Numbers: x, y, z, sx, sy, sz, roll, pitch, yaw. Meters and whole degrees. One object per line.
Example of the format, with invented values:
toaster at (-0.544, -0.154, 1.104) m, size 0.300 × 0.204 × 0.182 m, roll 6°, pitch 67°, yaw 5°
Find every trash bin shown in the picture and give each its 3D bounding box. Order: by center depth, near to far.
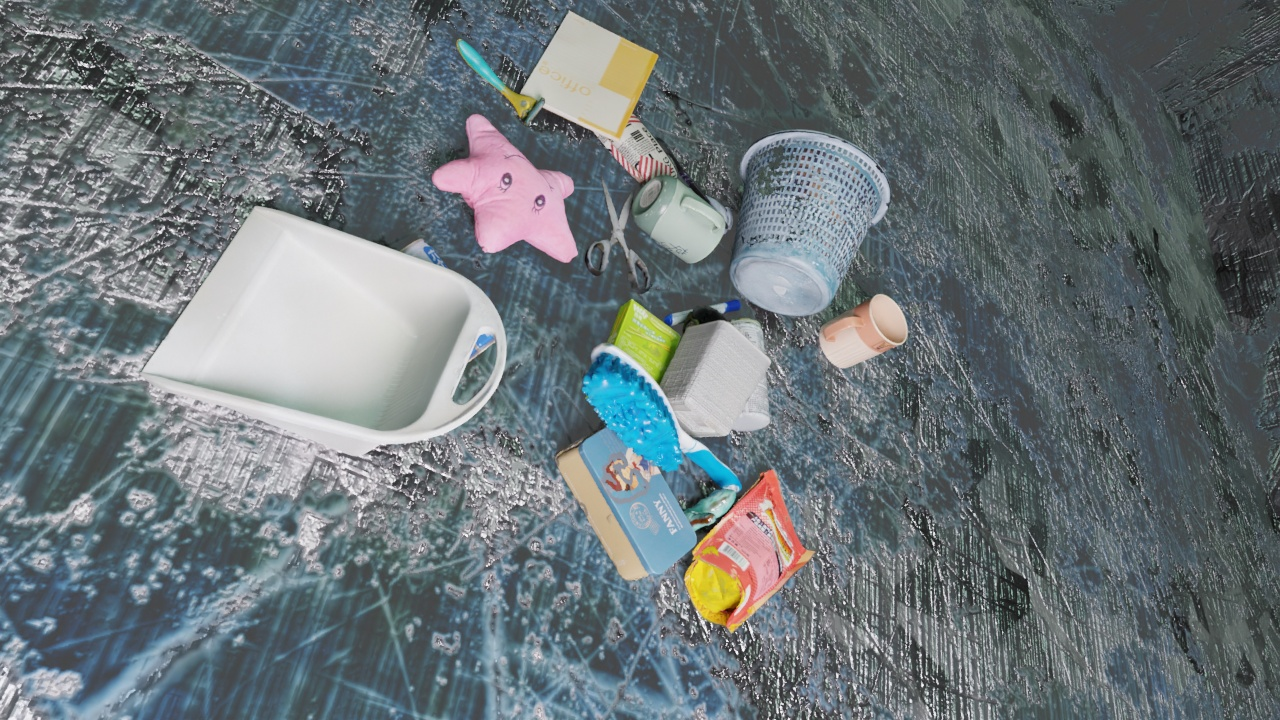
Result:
trash bin at (0.224, -0.182, 1.313) m, size 0.226 × 0.227 × 0.194 m, roll 34°, pitch 63°, yaw -23°

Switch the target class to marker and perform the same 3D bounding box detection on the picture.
marker at (0.086, -0.066, 1.256) m, size 0.145 × 0.017 × 0.017 m, roll -15°, pitch 79°, yaw -44°

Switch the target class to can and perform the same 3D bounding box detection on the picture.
can at (-0.210, -0.062, 0.976) m, size 0.134 × 0.053 × 0.053 m, roll 53°, pitch 46°, yaw -6°
can at (0.139, 0.019, 1.229) m, size 0.058 × 0.058 × 0.146 m, roll 18°, pitch 58°, yaw -33°

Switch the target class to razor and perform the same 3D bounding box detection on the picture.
razor at (-0.183, -0.358, 1.167) m, size 0.132 × 0.028 × 0.043 m, roll 40°, pitch 80°, yaw -22°

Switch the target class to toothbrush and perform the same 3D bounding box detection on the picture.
toothbrush at (0.069, -0.252, 1.301) m, size 0.016 × 0.014 × 0.189 m, roll -19°, pitch 62°, yaw -32°

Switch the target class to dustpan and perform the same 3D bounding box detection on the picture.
dustpan at (-0.267, -0.029, 0.853) m, size 0.257 × 0.143 × 0.222 m, roll 35°, pitch 50°, yaw -24°

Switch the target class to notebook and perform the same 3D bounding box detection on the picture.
notebook at (-0.067, -0.395, 1.266) m, size 0.146 × 0.010 × 0.205 m, roll 24°, pitch 52°, yaw -5°

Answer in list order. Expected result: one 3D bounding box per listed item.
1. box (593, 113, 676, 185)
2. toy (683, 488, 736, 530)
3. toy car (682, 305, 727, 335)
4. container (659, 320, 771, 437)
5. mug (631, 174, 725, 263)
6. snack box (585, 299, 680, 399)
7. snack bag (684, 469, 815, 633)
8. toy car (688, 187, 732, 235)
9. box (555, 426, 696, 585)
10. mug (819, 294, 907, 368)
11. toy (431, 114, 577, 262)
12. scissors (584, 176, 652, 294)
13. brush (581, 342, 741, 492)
box at (-0.015, -0.298, 1.272) m, size 0.164 × 0.056 × 0.070 m, roll 51°, pitch 32°, yaw -1°
toy at (0.078, 0.181, 1.087) m, size 0.091 × 0.097 × 0.030 m, roll -31°, pitch 90°, yaw -26°
toy car at (0.085, 0.003, 1.200) m, size 0.070 × 0.042 × 0.158 m, roll 20°, pitch 64°, yaw -30°
container at (0.082, 0.026, 1.108) m, size 0.090 × 0.090 × 0.114 m, roll 40°, pitch 66°, yaw -22°
mug at (0.056, -0.192, 1.223) m, size 0.106 × 0.112 × 0.082 m, roll 34°, pitch 73°, yaw -30°
snack box at (-0.007, 0.007, 1.134) m, size 0.085 × 0.026 × 0.156 m, roll 36°, pitch 50°, yaw -21°
snack bag at (0.138, 0.232, 1.122) m, size 0.207 × 0.073 × 0.128 m, roll -31°, pitch 95°, yaw -50°
toy car at (0.080, -0.218, 1.315) m, size 0.120 × 0.037 × 0.054 m, roll 19°, pitch 58°, yaw -29°
box at (-0.013, 0.161, 1.027) m, size 0.089 × 0.061 × 0.184 m, roll -32°, pitch 89°, yaw -45°
mug at (0.325, -0.043, 1.383) m, size 0.114 × 0.106 × 0.081 m, roll 1°, pitch 68°, yaw -40°
toy at (-0.148, -0.183, 1.075) m, size 0.194 × 0.075 × 0.178 m, roll 34°, pitch 51°, yaw -24°
scissors at (-0.028, -0.163, 1.211) m, size 0.159 × 0.014 × 0.177 m, roll 53°, pitch 44°, yaw -6°
brush at (0.039, 0.090, 1.052) m, size 0.314 × 0.061 × 0.109 m, roll 50°, pitch 19°, yaw -29°
